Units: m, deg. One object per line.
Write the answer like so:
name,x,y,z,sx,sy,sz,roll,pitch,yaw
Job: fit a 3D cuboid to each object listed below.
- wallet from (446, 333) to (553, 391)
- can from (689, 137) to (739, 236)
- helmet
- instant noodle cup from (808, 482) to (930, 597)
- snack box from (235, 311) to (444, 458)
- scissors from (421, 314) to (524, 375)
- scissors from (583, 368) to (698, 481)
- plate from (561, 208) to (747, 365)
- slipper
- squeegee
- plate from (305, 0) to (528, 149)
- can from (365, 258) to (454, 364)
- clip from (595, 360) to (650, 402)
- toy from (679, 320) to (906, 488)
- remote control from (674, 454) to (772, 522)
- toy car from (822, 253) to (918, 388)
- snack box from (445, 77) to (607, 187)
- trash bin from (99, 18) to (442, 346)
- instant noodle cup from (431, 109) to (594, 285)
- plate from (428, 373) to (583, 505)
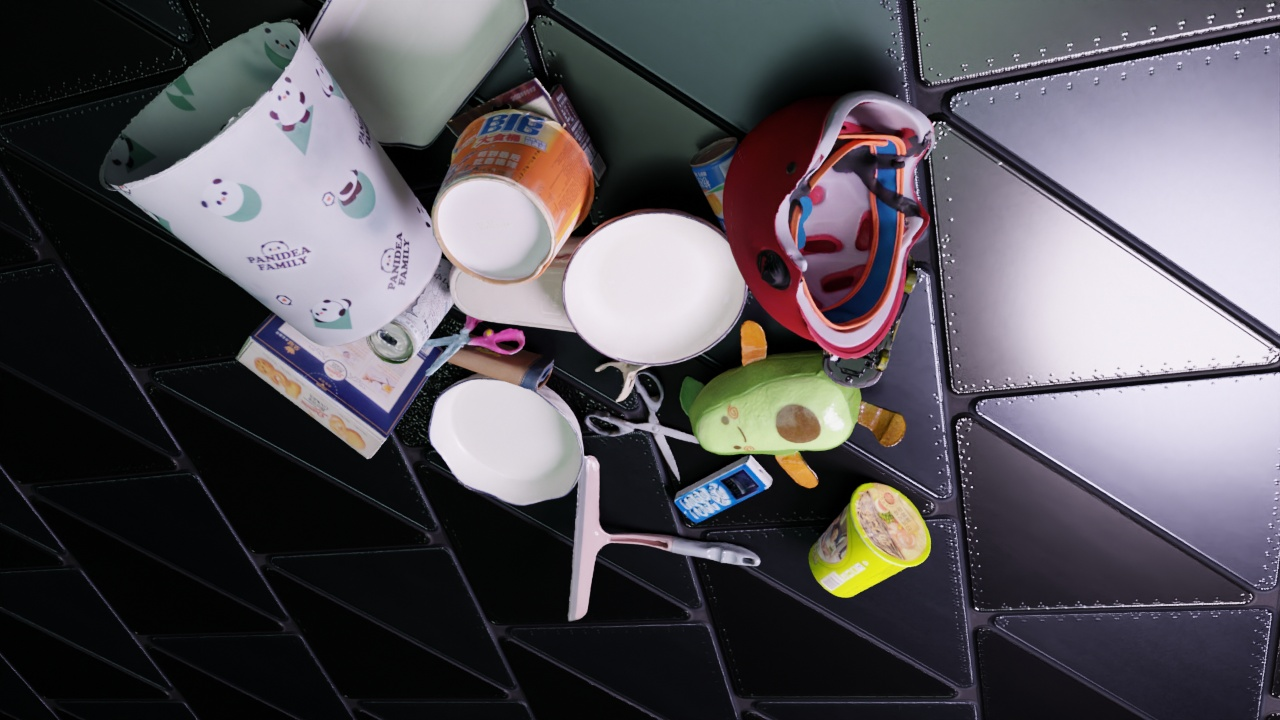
wallet,-0.164,0.002,1.082,0.115,0.090,0.033,17,102,3
can,0.102,-0.154,0.930,0.053,0.053,0.134,-19,117,24
helmet,0.161,-0.131,0.856,0.144,0.206,0.240,22,126,43
instant noodle cup,0.271,0.228,1.124,0.111,0.111,0.124,28,134,-6
snack box,-0.336,-0.007,1.055,0.178,0.182,0.046,41,124,-14
scissors,-0.201,-0.032,1.048,0.133,0.118,0.017,-7,148,-11
scissors,0.013,0.085,1.138,0.160,0.014,0.178,-10,121,20
plate,0.014,-0.080,0.960,0.192,0.039,0.193,-1,129,-2
slipper,-0.073,-0.085,1.016,0.274,0.054,0.114,1,128,1
squeegee,0.035,0.249,1.229,0.249,0.040,0.248,7,108,2
plate,-0.217,-0.328,0.900,0.162,0.034,0.266,40,123,-14
can,-0.248,-0.058,1.021,0.058,0.146,0.058,7,124,10
clip,-0.009,0.002,1.069,0.070,0.034,0.100,54,128,12
toy,0.166,0.050,1.032,0.247,0.089,0.227,-15,109,18
remote control,0.103,0.163,1.163,0.125,0.024,0.049,-32,112,30
toy car,0.236,-0.048,0.958,0.070,0.042,0.158,16,104,3
snack box,-0.114,-0.218,0.938,0.113,0.053,0.126,-18,117,24
trash bin,-0.344,-0.160,0.910,0.230,0.229,0.252,-15,135,22
instant noodle cup,-0.128,-0.152,0.893,0.151,0.111,0.152,6,129,7
plate,-0.166,0.095,1.164,0.205,0.045,0.205,8,128,11
